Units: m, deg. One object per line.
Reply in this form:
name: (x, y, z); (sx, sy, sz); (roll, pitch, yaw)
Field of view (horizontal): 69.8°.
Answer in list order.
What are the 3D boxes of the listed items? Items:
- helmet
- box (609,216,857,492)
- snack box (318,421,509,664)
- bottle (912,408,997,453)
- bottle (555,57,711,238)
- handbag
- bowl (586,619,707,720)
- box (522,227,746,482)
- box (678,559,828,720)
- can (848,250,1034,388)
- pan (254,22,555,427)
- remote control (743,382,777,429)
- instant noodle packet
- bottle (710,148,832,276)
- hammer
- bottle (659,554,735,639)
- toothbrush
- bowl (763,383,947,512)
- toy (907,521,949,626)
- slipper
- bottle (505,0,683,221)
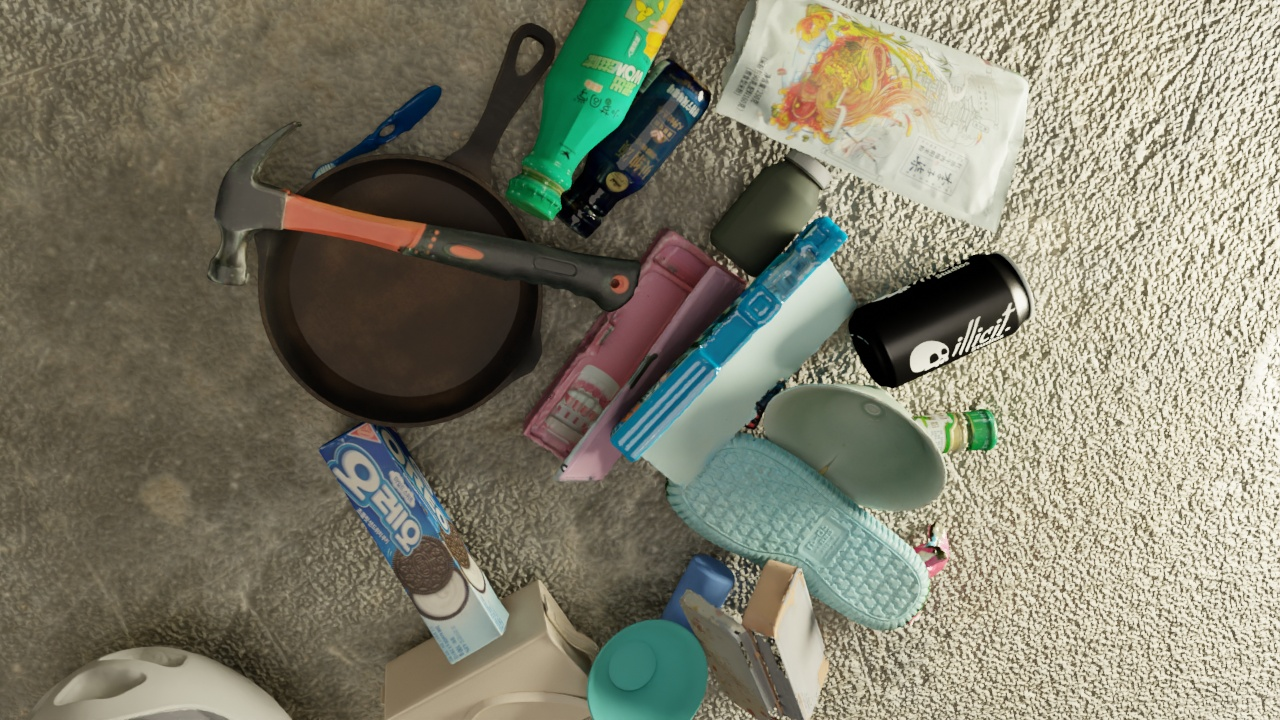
helmet: (-0.415, 0.383, 0.825); (0.282, 0.183, 0.224); (41, 104, -10)
box: (0.079, -0.005, 0.786); (0.243, 0.174, 0.063); (-46, 66, 0)
snack box: (-0.199, 0.157, 0.819); (0.059, 0.059, 0.226); (-30, 93, 3)
bottle: (0.286, 0.072, 0.890); (0.110, 0.042, 0.043); (-4, 108, -4)
bottle: (-0.010, -0.174, 0.764); (0.056, 0.056, 0.161); (38, 100, -17)
handbag: (-0.122, 0.339, 0.905); (0.194, 0.101, 0.198); (-29, 121, 3)
bowl: (0.000, 0.301, 0.879); (0.121, 0.046, 0.121); (-2, 95, -21)
box: (-0.002, 0.007, 0.801); (0.099, 0.098, 0.233); (35, 100, -15)
box: (0.125, 0.273, 0.886); (0.107, 0.095, 0.216); (-37, 136, -15)
can: (0.270, -0.037, 0.831); (0.146, 0.080, 0.080); (-25, 109, 1)
pan: (-0.167, -0.114, 0.768); (0.248, 0.043, 0.356); (27, 97, -15)
remote control: (0.113, -0.002, 0.855); (0.045, 0.021, 0.141); (17, 109, -14)
instant noodle packet: (0.203, -0.220, 0.769); (0.269, 0.057, 0.146); (18, 83, -11)
bottle: (0.113, -0.129, 0.792); (0.060, 0.060, 0.108); (37, 100, -17)
hammer: (-0.161, -0.094, 0.736); (0.333, 0.033, 0.133); (12, 100, -14)
bottle: (0.045, 0.260, 0.915); (0.048, 0.048, 0.131); (23, 104, -14)
toothbrush: (-0.216, -0.184, 0.755); (0.132, 0.016, 0.021); (-35, 143, 5)
bowl: (0.203, 0.060, 0.844); (0.174, 0.175, 0.067); (45, 58, -18)
toy: (0.279, 0.217, 0.932); (0.050, 0.065, 0.102); (19, 111, 20)
slipper: (0.153, 0.161, 0.887); (0.276, 0.069, 0.116); (33, 97, -1)
bottle: (-0.041, -0.211, 0.720); (0.068, 0.068, 0.209); (28, 89, -15)
